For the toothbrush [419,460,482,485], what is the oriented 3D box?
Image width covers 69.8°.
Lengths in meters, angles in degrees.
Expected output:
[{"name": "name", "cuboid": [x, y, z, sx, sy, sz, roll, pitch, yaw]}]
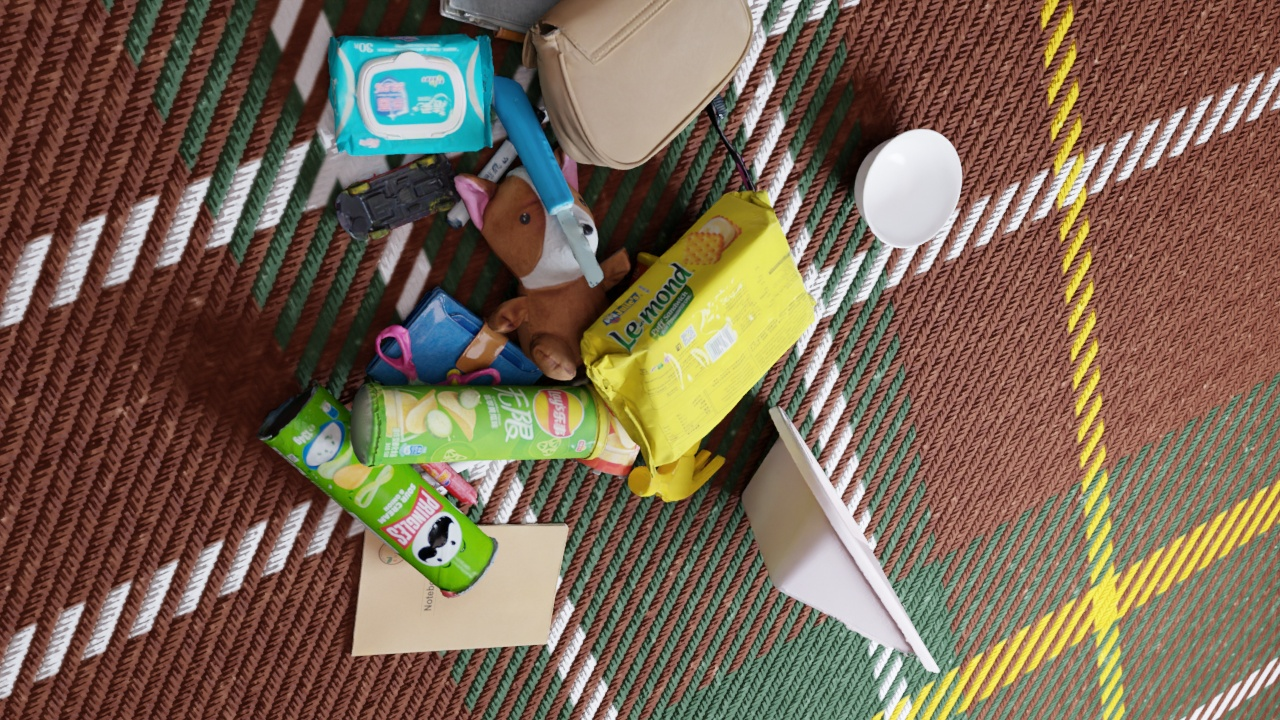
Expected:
[{"name": "toothbrush", "cuboid": [-0.159, 0.093, 0.902, 0.180, 0.016, 0.016, -23, 112, -11]}]

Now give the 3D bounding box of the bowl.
[{"name": "bowl", "cuboid": [0.262, -0.181, 0.943, 0.118, 0.065, 0.118, -7, 112, -19]}]

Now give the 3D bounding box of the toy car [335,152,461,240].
[{"name": "toy car", "cuboid": [-0.208, -0.140, 0.784, 0.106, 0.031, 0.049, -26, 116, -13]}]

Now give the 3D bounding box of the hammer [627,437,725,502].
[{"name": "hammer", "cuboid": [0.076, 0.002, 0.934, 0.128, 0.033, 0.301, 11, 99, -56]}]

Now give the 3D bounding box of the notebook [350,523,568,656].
[{"name": "notebook", "cuboid": [-0.184, 0.235, 0.946, 0.207, 0.008, 0.148, 4, 107, -24]}]

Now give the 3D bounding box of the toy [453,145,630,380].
[{"name": "toy", "cuboid": [-0.076, -0.085, 0.809, 0.139, 0.131, 0.199, -24, 101, -36]}]

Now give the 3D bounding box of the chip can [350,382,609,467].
[{"name": "chip can", "cuboid": [-0.140, 0.055, 0.810, 0.221, 0.072, 0.073, 1, 108, -28]}]

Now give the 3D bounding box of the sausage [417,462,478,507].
[{"name": "sausage", "cuboid": [-0.206, 0.087, 0.866, 0.020, 0.020, 0.156, -43, 111, -3]}]

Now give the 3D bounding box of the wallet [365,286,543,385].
[{"name": "wallet", "cuboid": [-0.169, 0.007, 0.853, 0.133, 0.040, 0.106, 39, 96, -30]}]

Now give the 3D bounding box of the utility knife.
[{"name": "utility knife", "cuboid": [-0.078, -0.151, 0.759, 0.034, 0.218, 0.018, -11, 155, -34]}]

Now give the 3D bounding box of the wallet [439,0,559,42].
[{"name": "wallet", "cuboid": [-0.098, -0.319, 0.758, 0.129, 0.037, 0.107, 2, 109, -35]}]

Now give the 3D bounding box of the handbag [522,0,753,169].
[{"name": "handbag", "cuboid": [-0.005, -0.263, 0.775, 0.204, 0.100, 0.148, -47, 129, -20]}]

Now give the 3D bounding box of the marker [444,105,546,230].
[{"name": "marker", "cuboid": [-0.130, -0.172, 0.813, 0.022, 0.018, 0.131, 39, 91, -4]}]

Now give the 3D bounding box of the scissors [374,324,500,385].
[{"name": "scissors", "cuboid": [-0.194, 0.021, 0.822, 0.133, 0.017, 0.134, -16, 128, -2]}]

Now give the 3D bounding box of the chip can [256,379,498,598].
[{"name": "chip can", "cuboid": [-0.234, 0.121, 0.837, 0.072, 0.072, 0.236, -43, 114, -3]}]

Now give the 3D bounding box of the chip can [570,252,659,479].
[{"name": "chip can", "cuboid": [-0.005, 0.005, 0.899, 0.073, 0.073, 0.217, 14, 104, -26]}]

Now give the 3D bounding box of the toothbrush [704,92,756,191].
[{"name": "toothbrush", "cuboid": [0.105, -0.175, 0.888, 0.017, 0.014, 0.189, -32, 104, -19]}]

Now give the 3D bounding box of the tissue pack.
[{"name": "tissue pack", "cuboid": [-0.186, -0.218, 0.753, 0.133, 0.050, 0.093, -8, 111, -20]}]

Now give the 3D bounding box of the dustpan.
[{"name": "dustpan", "cuboid": [0.220, 0.171, 0.969, 0.273, 0.222, 0.139, 25, 110, -21]}]

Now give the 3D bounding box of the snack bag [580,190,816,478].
[{"name": "snack bag", "cuboid": [0.061, -0.027, 0.831, 0.246, 0.068, 0.158, -45, 130, -18]}]
